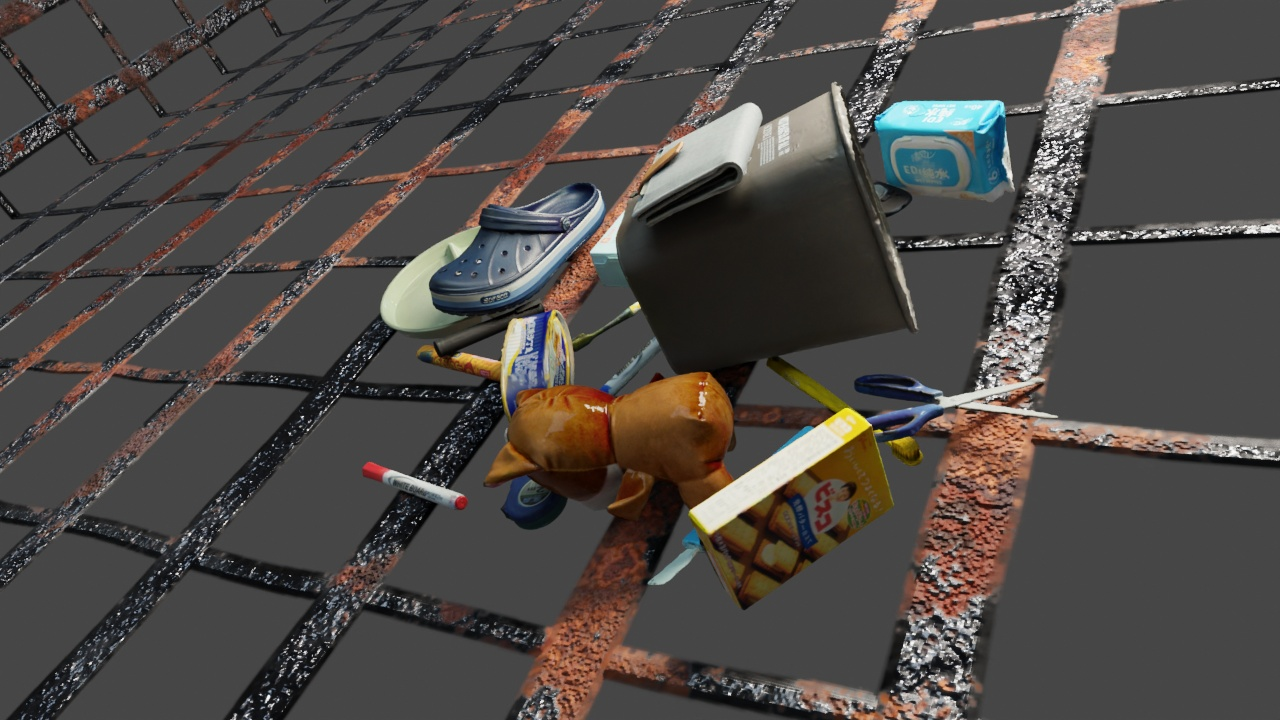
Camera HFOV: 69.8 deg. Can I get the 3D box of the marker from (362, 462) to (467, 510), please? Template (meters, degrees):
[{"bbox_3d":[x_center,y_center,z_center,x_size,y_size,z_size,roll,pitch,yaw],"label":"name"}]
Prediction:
[{"bbox_3d":[-0.218,0.120,0.880,0.145,0.017,0.017,10,48,39],"label":"marker"}]

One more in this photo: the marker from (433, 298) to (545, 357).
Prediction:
[{"bbox_3d":[-0.168,-0.037,1.026,0.131,0.022,0.020,-24,64,-21],"label":"marker"}]

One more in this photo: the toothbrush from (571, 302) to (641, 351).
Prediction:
[{"bbox_3d":[0.002,-0.062,0.990,0.185,0.012,0.017,-32,25,-10],"label":"toothbrush"}]

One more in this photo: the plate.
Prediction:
[{"bbox_3d":[-0.218,-0.102,1.156,0.230,0.027,0.229,-16,36,12],"label":"plate"}]

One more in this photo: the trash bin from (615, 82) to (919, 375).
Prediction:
[{"bbox_3d":[0.112,-0.107,0.832,0.220,0.199,0.198,-18,27,19],"label":"trash bin"}]

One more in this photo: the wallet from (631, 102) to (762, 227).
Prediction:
[{"bbox_3d":[0.045,-0.167,0.770,0.107,0.037,0.129,-21,28,27],"label":"wallet"}]

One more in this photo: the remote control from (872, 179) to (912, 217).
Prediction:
[{"bbox_3d":[0.235,-0.177,0.991,0.053,0.024,0.136,-34,38,-17],"label":"remote control"}]

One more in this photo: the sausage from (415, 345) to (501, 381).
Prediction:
[{"bbox_3d":[-0.196,0.002,1.014,0.165,0.021,0.021,11,48,40],"label":"sausage"}]

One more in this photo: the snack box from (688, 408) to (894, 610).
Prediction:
[{"bbox_3d":[0.109,0.105,0.650,0.140,0.087,0.034,-33,36,-12],"label":"snack box"}]

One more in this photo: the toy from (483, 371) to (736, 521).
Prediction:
[{"bbox_3d":[-0.021,0.069,0.747,0.200,0.131,0.139,1,29,7],"label":"toy"}]

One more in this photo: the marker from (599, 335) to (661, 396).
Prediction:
[{"bbox_3d":[-0.005,0.005,0.904,0.017,0.017,0.145,19,54,44],"label":"marker"}]

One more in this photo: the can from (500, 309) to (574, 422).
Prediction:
[{"bbox_3d":[-0.100,0.009,0.906,0.049,0.075,0.148,-14,37,9],"label":"can"}]

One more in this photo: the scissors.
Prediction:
[{"bbox_3d":[0.229,0.033,0.709,0.175,0.012,0.162,-16,18,-20],"label":"scissors"}]

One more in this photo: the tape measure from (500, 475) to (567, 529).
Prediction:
[{"bbox_3d":[-0.090,0.122,0.797,0.058,0.025,0.054,-10,40,26],"label":"tape measure"}]

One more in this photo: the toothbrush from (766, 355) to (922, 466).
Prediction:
[{"bbox_3d":[0.165,0.035,0.767,0.015,0.017,0.190,-32,36,-13],"label":"toothbrush"}]

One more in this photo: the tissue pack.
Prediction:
[{"bbox_3d":[0.311,-0.214,0.938,0.140,0.090,0.063,16,52,43],"label":"tissue pack"}]

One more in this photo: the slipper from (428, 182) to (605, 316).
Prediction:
[{"bbox_3d":[-0.138,-0.144,1.065,0.105,0.095,0.252,16,48,44],"label":"slipper"}]

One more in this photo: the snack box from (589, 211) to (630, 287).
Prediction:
[{"bbox_3d":[0.018,-0.155,1.064,0.074,0.052,0.174,6,45,34],"label":"snack box"}]

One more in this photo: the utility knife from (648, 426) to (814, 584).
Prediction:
[{"bbox_3d":[0.077,0.114,0.717,0.185,0.018,0.034,-38,23,-17],"label":"utility knife"}]
